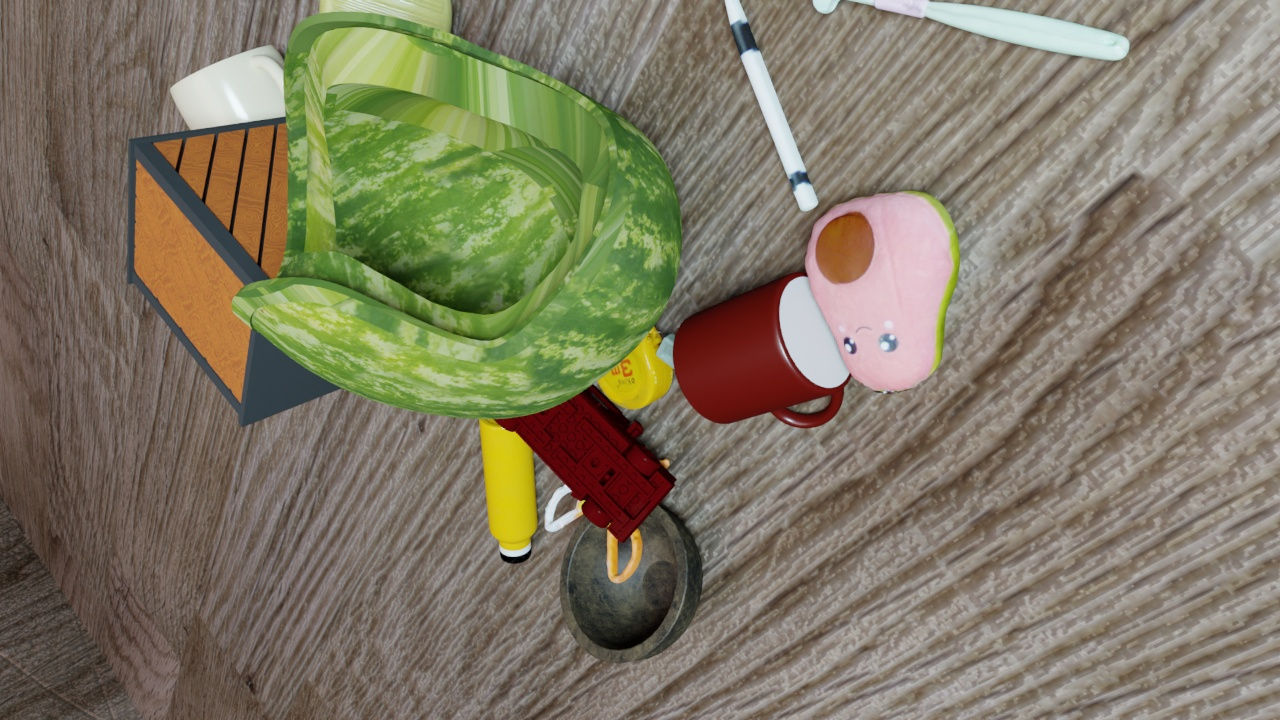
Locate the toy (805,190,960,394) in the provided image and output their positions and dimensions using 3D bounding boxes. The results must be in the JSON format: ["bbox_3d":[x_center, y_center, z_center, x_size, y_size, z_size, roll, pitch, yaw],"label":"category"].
[{"bbox_3d":[0.134,-0.035,0.497,0.090,0.051,0.110,-3,109,44],"label":"toy"}]

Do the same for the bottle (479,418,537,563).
[{"bbox_3d":[-0.113,0.110,0.796,0.043,0.043,0.144,19,122,35],"label":"bottle"}]

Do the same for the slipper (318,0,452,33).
[{"bbox_3d":[-0.195,-0.218,0.688,0.081,0.091,0.191,-119,41,-69],"label":"slipper"}]

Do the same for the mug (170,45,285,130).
[{"bbox_3d":[-0.332,-0.211,0.801,0.120,0.096,0.100,-8,115,39],"label":"mug"}]

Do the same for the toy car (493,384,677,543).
[{"bbox_3d":[-0.047,0.054,0.680,0.170,0.061,0.070,43,99,19],"label":"toy car"}]

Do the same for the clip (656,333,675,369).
[{"bbox_3d":[0.046,0.009,0.615,0.076,0.044,0.023,42,134,17],"label":"clip"}]

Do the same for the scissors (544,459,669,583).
[{"bbox_3d":[-0.029,0.107,0.699,0.131,0.011,0.125,-17,64,33],"label":"scissors"}]

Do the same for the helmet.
[{"bbox_3d":[-0.103,-0.071,0.568,0.244,0.247,0.213,128,148,-67],"label":"helmet"}]

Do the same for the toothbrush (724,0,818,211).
[{"bbox_3d":[0.062,-0.173,0.525,0.017,0.012,0.187,-14,101,58],"label":"toothbrush"}]

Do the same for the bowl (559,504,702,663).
[{"bbox_3d":[0.002,0.168,0.699,0.121,0.056,0.121,-16,64,35],"label":"bowl"}]

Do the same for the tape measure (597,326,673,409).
[{"bbox_3d":[-0.004,0.004,0.656,0.068,0.030,0.059,-16,98,47],"label":"tape measure"}]

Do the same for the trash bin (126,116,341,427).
[{"bbox_3d":[-0.288,-0.076,0.721,0.172,0.139,0.140,44,132,18],"label":"trash bin"}]

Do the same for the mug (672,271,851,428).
[{"bbox_3d":[0.084,0.004,0.557,0.105,0.073,0.083,44,141,-23],"label":"mug"}]

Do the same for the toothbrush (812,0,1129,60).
[{"bbox_3d":[0.154,-0.165,0.442,0.155,0.015,0.022,26,94,30],"label":"toothbrush"}]
